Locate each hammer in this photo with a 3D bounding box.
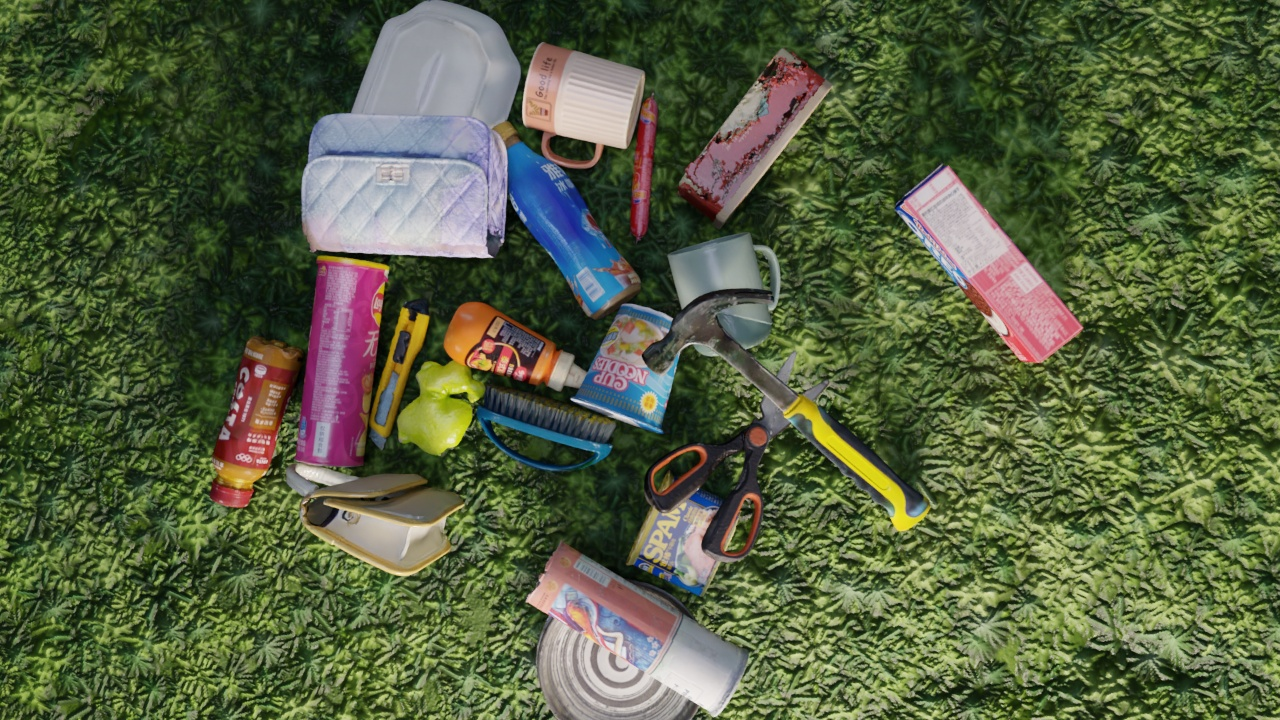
[{"bbox_3d":[0.161,0.052,0.879,0.323,0.031,0.126,40,107,-14],"label":"hammer"}]

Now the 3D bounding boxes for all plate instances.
[{"bbox_3d":[-0.229,-0.246,0.953,0.162,0.034,0.266,22,92,4],"label":"plate"},{"bbox_3d":[-0.019,0.311,0.949,0.179,0.024,0.179,0,92,3],"label":"plate"}]

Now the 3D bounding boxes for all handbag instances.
[{"bbox_3d":[-0.271,0.135,0.896,0.179,0.163,0.063,23,90,4],"label":"handbag"},{"bbox_3d":[-0.230,-0.169,0.893,0.194,0.075,0.134,3,92,10],"label":"handbag"}]

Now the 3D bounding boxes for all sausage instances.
[{"bbox_3d":[0.003,-0.198,0.944,0.020,0.020,0.156,5,91,4],"label":"sausage"}]

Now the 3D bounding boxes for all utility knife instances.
[{"bbox_3d":[-0.256,0.013,0.967,0.033,0.015,0.168,17,92,7],"label":"utility knife"}]

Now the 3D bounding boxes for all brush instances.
[{"bbox_3d":[-0.099,0.074,0.936,0.144,0.055,0.073,16,91,4],"label":"brush"}]

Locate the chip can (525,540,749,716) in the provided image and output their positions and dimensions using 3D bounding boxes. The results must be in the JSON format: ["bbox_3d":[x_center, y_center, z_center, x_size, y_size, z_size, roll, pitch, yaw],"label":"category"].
[{"bbox_3d":[-0.004,0.260,0.899,0.215,0.071,0.071,31,93,3],"label":"chip can"}]

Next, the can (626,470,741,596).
[{"bbox_3d":[0.044,0.175,0.925,0.083,0.057,0.102,25,92,2],"label":"can"}]

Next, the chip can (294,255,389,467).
[{"bbox_3d":[-0.308,0.001,0.944,0.071,0.071,0.210,8,92,4],"label":"chip can"}]

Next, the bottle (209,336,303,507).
[{"bbox_3d":[-0.405,0.065,0.959,0.057,0.057,0.175,18,92,4],"label":"bottle"}]

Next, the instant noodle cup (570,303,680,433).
[{"bbox_3d":[-0.005,0.005,0.914,0.099,0.099,0.110,19,83,4],"label":"instant noodle cup"}]

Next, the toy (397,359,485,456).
[{"bbox_3d":[-0.208,0.050,0.956,0.097,0.031,0.100,-6,90,3],"label":"toy"}]

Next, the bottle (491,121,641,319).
[{"bbox_3d":[-0.084,-0.145,0.929,0.065,0.065,0.218,-35,87,4],"label":"bottle"}]

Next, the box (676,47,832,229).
[{"bbox_3d":[0.102,-0.220,0.899,0.077,0.091,0.168,38,93,0],"label":"box"}]

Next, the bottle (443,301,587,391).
[{"bbox_3d":[-0.123,-0.007,0.938,0.149,0.067,0.067,23,92,-3],"label":"bottle"}]

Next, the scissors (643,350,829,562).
[{"bbox_3d":[0.109,0.098,0.907,0.226,0.022,0.198,-16,80,-15],"label":"scissors"}]

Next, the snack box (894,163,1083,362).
[{"bbox_3d":[0.338,-0.094,0.900,0.058,0.057,0.207,-39,88,6],"label":"snack box"}]

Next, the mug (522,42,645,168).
[{"bbox_3d":[-0.059,-0.249,0.923,0.106,0.081,0.115,15,118,3],"label":"mug"}]

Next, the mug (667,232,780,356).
[{"bbox_3d":[0.092,-0.068,0.907,0.111,0.082,0.106,-21,100,-24],"label":"mug"}]
